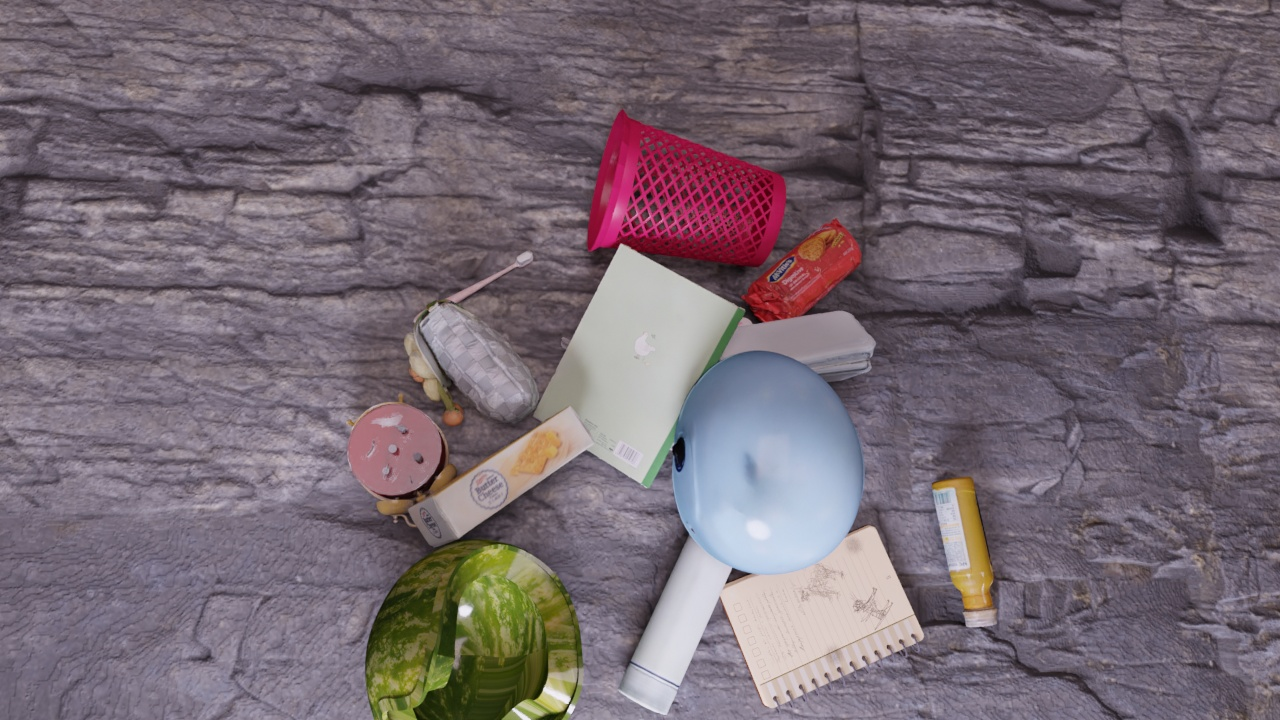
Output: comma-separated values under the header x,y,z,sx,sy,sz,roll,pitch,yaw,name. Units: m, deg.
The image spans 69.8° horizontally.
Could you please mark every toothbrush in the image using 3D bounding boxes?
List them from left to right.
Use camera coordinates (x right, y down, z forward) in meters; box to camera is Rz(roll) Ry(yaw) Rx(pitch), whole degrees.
x,y,z,sx,sy,sz,roll,pitch,yaw,name
-0.220,-0.097,1.215,0.181,0.018,0.015,-32,81,-12,toothbrush

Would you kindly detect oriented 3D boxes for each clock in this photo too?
x,y,z,sx,sy,sz,roll,pitch,yaw,name
-0.289,0.126,1.117,0.117,0.081,0.159,-28,80,-12,clock

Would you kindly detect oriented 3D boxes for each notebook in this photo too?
x,y,z,sx,sy,sz,roll,pitch,yaw,name
-0.007,0.007,1.140,0.182,0.010,0.253,30,100,16,notebook
0.230,0.323,1.155,0.225,0.024,0.167,-20,78,-11,notebook

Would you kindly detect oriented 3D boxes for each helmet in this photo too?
x,y,z,sx,sy,sz,roll,pitch,yaw,name
-0.188,0.320,1.000,0.213,0.248,0.242,15,38,-26,helmet
0.157,0.116,1.052,0.225,0.167,0.265,-4,86,-14,helmet

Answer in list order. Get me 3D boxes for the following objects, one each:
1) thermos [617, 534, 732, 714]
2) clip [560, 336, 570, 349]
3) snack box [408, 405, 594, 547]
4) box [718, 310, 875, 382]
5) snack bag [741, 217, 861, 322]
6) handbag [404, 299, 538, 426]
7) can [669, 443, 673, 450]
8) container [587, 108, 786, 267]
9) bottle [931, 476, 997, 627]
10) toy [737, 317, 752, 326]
x,y,z,sx,sy,sz,roll,pitch,yaw,name
0.050,0.309,1.117,0.068,0.068,0.229,27,75,1,thermos
-0.066,0.010,1.205,0.101,0.038,0.054,22,50,1,clip
-0.163,0.136,1.084,0.207,0.104,0.057,-34,91,-32,snack box
0.190,0.017,1.183,0.216,0.110,0.107,-9,35,-12,box
0.223,-0.112,1.237,0.176,0.082,0.082,-40,83,-13,snack bag
-0.213,0.017,1.141,0.123,0.112,0.171,-42,84,-5,handbag
0.034,0.061,1.171,0.064,0.064,0.127,14,87,-3,can
0.062,-0.209,1.203,0.225,0.183,0.183,12,75,-11,container
0.420,0.245,1.180,0.053,0.053,0.186,-6,77,-8,bottle
0.099,-0.006,1.216,0.076,0.037,0.125,20,83,-8,toy
